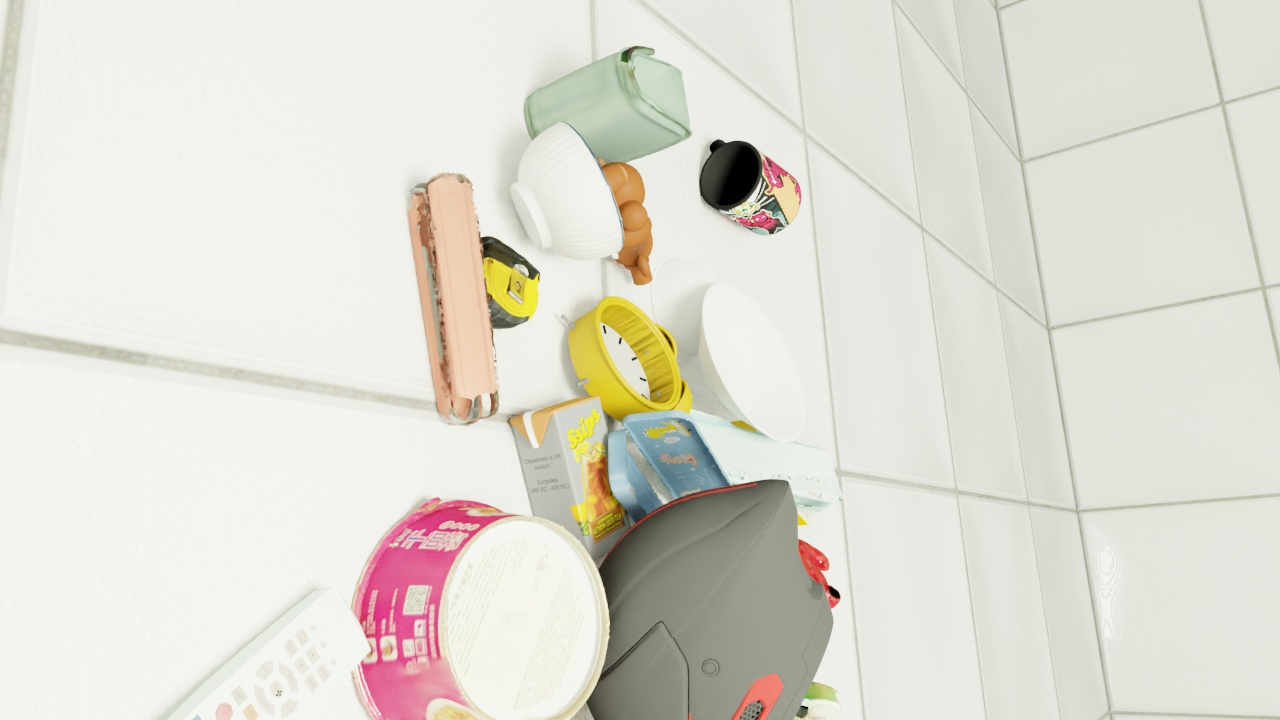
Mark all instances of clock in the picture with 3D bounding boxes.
[{"bbox_3d":[-0.005,0.005,0.828,0.151,0.052,0.113,23,44,-48],"label":"clock"}]

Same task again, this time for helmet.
[{"bbox_3d":[0.041,0.203,0.700,0.265,0.170,0.164,-58,175,7],"label":"helmet"}]

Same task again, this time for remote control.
[{"bbox_3d":[-0.212,0.186,0.512,0.143,0.024,0.049,-45,116,-53],"label":"remote control"}]

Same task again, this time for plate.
[{"bbox_3d":[0.102,0.007,0.927,0.174,0.036,0.173,35,40,-36],"label":"plate"}]

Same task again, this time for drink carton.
[{"bbox_3d":[-0.055,0.096,0.744,0.076,0.049,0.125,-16,93,-56],"label":"drink carton"}]

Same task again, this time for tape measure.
[{"bbox_3d":[-0.108,-0.057,0.726,0.065,0.037,0.064,40,49,-42],"label":"tape measure"}]

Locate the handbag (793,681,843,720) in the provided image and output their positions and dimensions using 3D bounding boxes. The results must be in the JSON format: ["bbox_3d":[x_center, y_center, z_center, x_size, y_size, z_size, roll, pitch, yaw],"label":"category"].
[{"bbox_3d":[0.143,0.416,0.854,0.142,0.096,0.198,78,19,-51],"label":"handbag"}]

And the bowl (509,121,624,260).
[{"bbox_3d":[-0.069,-0.132,0.766,0.062,0.118,0.118,-28,106,-13],"label":"bowl"}]

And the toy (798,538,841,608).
[{"bbox_3d":[0.150,0.236,1.003,0.088,0.094,0.132,31,23,-13],"label":"toy"}]

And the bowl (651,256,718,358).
[{"bbox_3d":[0.060,-0.060,0.965,0.109,0.041,0.109,22,62,-50],"label":"bowl"}]

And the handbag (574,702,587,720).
[{"bbox_3d":[0.019,0.319,0.790,0.197,0.062,0.175,28,57,-38],"label":"handbag"}]

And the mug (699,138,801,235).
[{"bbox_3d":[0.122,-0.214,1.081,0.098,0.082,0.118,18,38,-52],"label":"mug"}]

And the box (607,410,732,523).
[{"bbox_3d":[0.037,0.126,0.802,0.209,0.078,0.074,58,26,-50],"label":"box"}]

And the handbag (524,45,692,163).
[{"bbox_3d":[-0.026,-0.228,0.824,0.106,0.122,0.067,8,73,-54],"label":"handbag"}]

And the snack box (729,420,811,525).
[{"bbox_3d":[0.141,0.123,1.005,0.106,0.061,0.083,46,45,-37],"label":"snack box"}]

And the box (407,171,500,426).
[{"bbox_3d":[-0.145,-0.042,0.684,0.058,0.062,0.188,-4,85,-30],"label":"box"}]

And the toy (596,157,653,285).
[{"bbox_3d":[-0.021,-0.127,0.860,0.095,0.065,0.128,-124,-165,-57],"label":"toy"}]

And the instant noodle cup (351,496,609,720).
[{"bbox_3d":[-0.095,0.177,0.614,0.178,0.078,0.178,20,62,-42],"label":"instant noodle cup"}]

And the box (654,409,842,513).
[{"bbox_3d":[0.106,0.102,0.906,0.198,0.066,0.083,14,33,-23],"label":"box"}]
